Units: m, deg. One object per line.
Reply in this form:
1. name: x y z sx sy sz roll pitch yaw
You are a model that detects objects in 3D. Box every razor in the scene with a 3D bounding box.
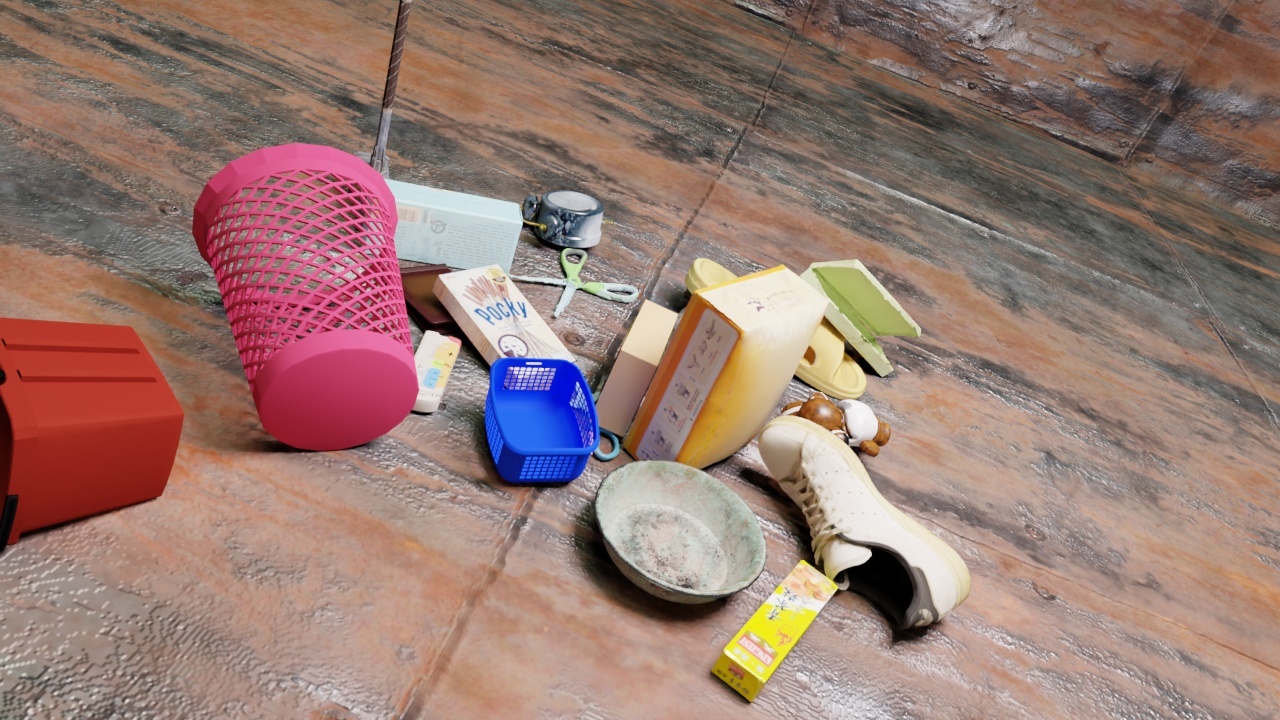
1. razor: 0.059 -0.064 1.149 0.042 0.026 0.105 30 38 9

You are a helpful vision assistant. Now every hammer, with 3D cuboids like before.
1. hammer: -0.278 -0.306 1.023 0.044 0.323 0.098 3 37 -26

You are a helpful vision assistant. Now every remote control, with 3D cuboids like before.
1. remote control: -0.205 0.008 0.897 0.038 0.018 0.125 17 32 -8

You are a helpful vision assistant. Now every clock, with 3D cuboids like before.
1. clock: -0.104 -0.184 1.193 0.129 0.052 0.090 -8 34 -33

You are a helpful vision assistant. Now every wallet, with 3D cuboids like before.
1. wallet: -0.224 -0.070 1.002 0.091 0.018 0.115 -13 44 -43

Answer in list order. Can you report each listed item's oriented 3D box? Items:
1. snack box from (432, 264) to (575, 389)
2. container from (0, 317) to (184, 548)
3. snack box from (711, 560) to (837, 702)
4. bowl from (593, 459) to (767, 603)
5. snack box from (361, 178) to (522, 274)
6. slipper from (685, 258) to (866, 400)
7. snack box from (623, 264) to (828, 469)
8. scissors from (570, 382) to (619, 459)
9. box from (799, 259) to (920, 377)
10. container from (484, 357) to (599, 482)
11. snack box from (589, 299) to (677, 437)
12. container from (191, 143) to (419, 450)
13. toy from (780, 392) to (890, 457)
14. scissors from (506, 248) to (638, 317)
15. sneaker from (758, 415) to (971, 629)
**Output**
1. snack box: -0.144 -0.037 0.964 0.081 0.026 0.150 -20 63 -45
2. container: -0.436 0.040 0.617 0.200 0.127 0.148 -5 41 -50
3. snack box: 0.115 0.221 0.763 0.040 0.029 0.147 35 35 19
4. bowl: 0.031 0.154 0.802 0.157 0.039 0.157 15 34 -10
5. snack box: -0.229 -0.153 1.062 0.174 0.075 0.053 8 35 -20
6. slipper: 0.179 -0.055 1.134 0.263 0.079 0.099 34 28 0
7. snack box: 0.087 0.018 0.885 0.080 0.196 0.144 42 38 25
8. scissors: -0.072 0.051 0.922 0.125 0.015 0.136 9 29 -21
9. box: 0.269 -0.057 1.146 0.188 0.089 0.077 34 6 -42
10. container: -0.094 0.057 0.840 0.096 0.058 0.114 2 46 -22
11. snack box: -0.006 0.005 0.938 0.040 0.088 0.125 25 29 -1
12. container: -0.283 -0.047 0.805 0.183 0.184 0.225 -1 47 -31
13. toy: 0.220 0.073 1.012 0.112 0.067 0.087 17 32 -24
14. scissors: -0.077 -0.094 1.118 0.168 0.023 0.171 24 35 -7
15. sneaker: 0.186 0.157 0.857 0.102 0.089 0.241 -27 61 -40
